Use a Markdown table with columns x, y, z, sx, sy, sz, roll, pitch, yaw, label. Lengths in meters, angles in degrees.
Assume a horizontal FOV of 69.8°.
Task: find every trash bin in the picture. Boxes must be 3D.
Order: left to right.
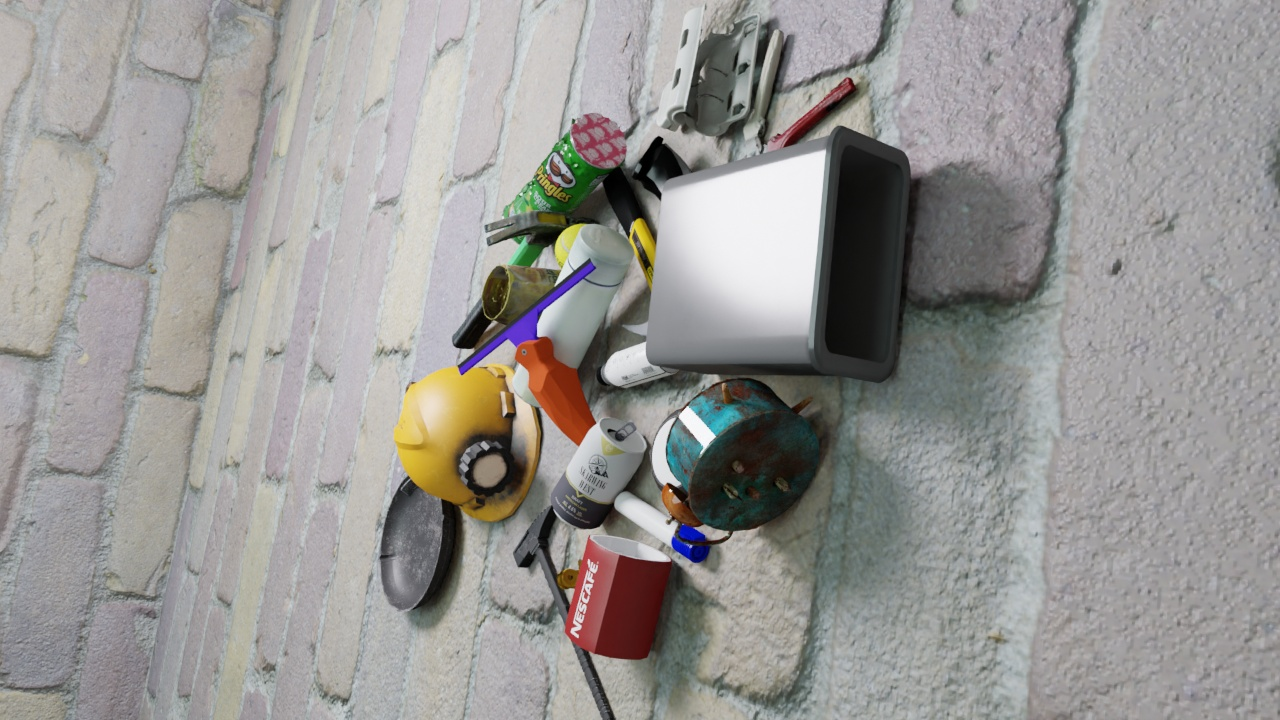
| x | y | z | sx | sy | sz | roll | pitch | yaw | label |
| --- | --- | --- | --- | --- | --- | --- | --- | --- | --- |
| 0.112 | -0.081 | 0.802 | 0.220 | 0.097 | 0.191 | 0 | 82 | 54 | trash bin |

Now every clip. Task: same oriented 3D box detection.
| x | y | z | sx | sy | sz | roll | pitch | yaw | label |
| --- | --- | --- | --- | --- | --- | --- | --- | --- | --- |
| -0.065 | 0.236 | 0.987 | 0.046 | 0.048 | 0.054 | 84 | 179 | -65 | clip |
| 0.054 | -0.300 | 0.970 | 0.151 | 0.110 | 0.126 | -5 | 67 | 44 | clip |

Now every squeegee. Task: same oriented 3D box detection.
| x | y | z | sx | sy | sz | roll | pitch | yaw | label |
| --- | --- | --- | --- | --- | --- | --- | --- | --- | --- |
| -0.092 | 0.031 | 1.016 | 0.250 | 0.055 | 0.185 | -34 | 91 | 36 | squeegee |

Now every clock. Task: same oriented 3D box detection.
| x | y | z | sx | sy | sz | roll | pitch | yaw | label |
| --- | --- | --- | --- | --- | --- | --- | --- | --- | --- |
| 0.043 | 0.094 | 0.885 | 0.123 | 0.043 | 0.091 | -51 | 43 | 30 | clock |
| 0.080 | 0.097 | 0.774 | 0.073 | 0.121 | 0.158 | 50 | 125 | 53 | clock |

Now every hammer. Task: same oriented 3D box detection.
| x | y | z | sx | sy | sz | roll | pitch | yaw | label |
| --- | --- | --- | --- | --- | --- | --- | --- | --- | --- |
| -0.183 | -0.098 | 1.216 | 0.320 | 0.130 | 0.032 | -43 | 53 | 49 | hammer |
| -0.066 | 0.298 | 0.989 | 0.095 | 0.015 | 0.324 | -57 | 41 | 24 | hammer |
| -0.005 | -0.151 | 1.047 | 0.127 | 0.029 | 0.323 | -51 | 42 | 30 | hammer |

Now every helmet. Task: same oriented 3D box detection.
| x | y | z | sx | sy | sz | roll | pitch | yaw | label |
| --- | --- | --- | --- | --- | --- | --- | --- | --- | --- |
| -0.251 | 0.096 | 1.204 | 0.255 | 0.131 | 0.205 | 30 | 103 | 54 | helmet |

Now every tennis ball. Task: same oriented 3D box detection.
| x | y | z | sx | sy | sz | roll | pitch | yaw | label |
| --- | --- | --- | --- | --- | --- | --- | --- | --- | --- |
| -0.069 | -0.129 | 1.090 | 0.066 | 0.065 | 0.065 | -22 | 62 | 48 | tennis ball |

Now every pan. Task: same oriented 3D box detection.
| x | y | z | sx | sy | sz | roll | pitch | yaw | label |
| --- | --- | --- | --- | --- | --- | --- | --- | --- | --- |
| -0.327 | 0.190 | 1.353 | 0.208 | 0.040 | 0.356 | -34 | 52 | 43 | pan |

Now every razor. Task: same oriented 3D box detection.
| x | y | z | sx | sy | sz | roll | pitch | yaw | label |
| --- | --- | --- | --- | --- | --- | --- | --- | --- | --- |
| 0.044 | -0.171 | 0.969 | 0.156 | 0.060 | 0.057 | 50 | 132 | 26 | razor |

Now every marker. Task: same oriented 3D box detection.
| x | y | z | sx | sy | sz | roll | pitch | yaw | label |
| --- | --- | --- | --- | --- | --- | --- | --- | --- | --- |
| 0.019 | 0.162 | 0.911 | 0.133 | 0.023 | 0.027 | 23 | 116 | 54 | marker |

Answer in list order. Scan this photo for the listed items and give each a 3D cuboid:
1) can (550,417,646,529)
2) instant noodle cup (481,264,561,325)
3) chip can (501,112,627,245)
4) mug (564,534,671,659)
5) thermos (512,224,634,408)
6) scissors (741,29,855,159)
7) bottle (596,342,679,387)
| x | y | z | sx | sy | sz | roll | pitch | yaw | label |
| --- | --- | --- | --- | --- | --- | --- | --- | --- | --- |
| -0.042 | 0.117 | 0.974 | 0.127 | 0.064 | 0.064 | -59 | 39 | 22 | can |
| -0.129 | -0.073 | 1.115 | 0.102 | 0.108 | 0.102 | -18 | 67 | 49 | instant noodle cup |
| -0.099 | -0.215 | 1.126 | 0.224 | 0.075 | 0.075 | -33 | 53 | 54 | chip can |
| -0.030 | 0.228 | 0.910 | 0.116 | 0.080 | 0.096 | 14 | 90 | 61 | mug |
| -0.080 | -0.046 | 1.048 | 0.231 | 0.067 | 0.068 | -60 | 38 | 34 | thermos |
| 0.130 | -0.241 | 0.906 | 0.200 | 0.015 | 0.179 | -29 | 58 | 46 | scissors |
| -0.006 | 0.006 | 0.983 | 0.116 | 0.041 | 0.041 | -18 | 64 | 49 | bottle |
